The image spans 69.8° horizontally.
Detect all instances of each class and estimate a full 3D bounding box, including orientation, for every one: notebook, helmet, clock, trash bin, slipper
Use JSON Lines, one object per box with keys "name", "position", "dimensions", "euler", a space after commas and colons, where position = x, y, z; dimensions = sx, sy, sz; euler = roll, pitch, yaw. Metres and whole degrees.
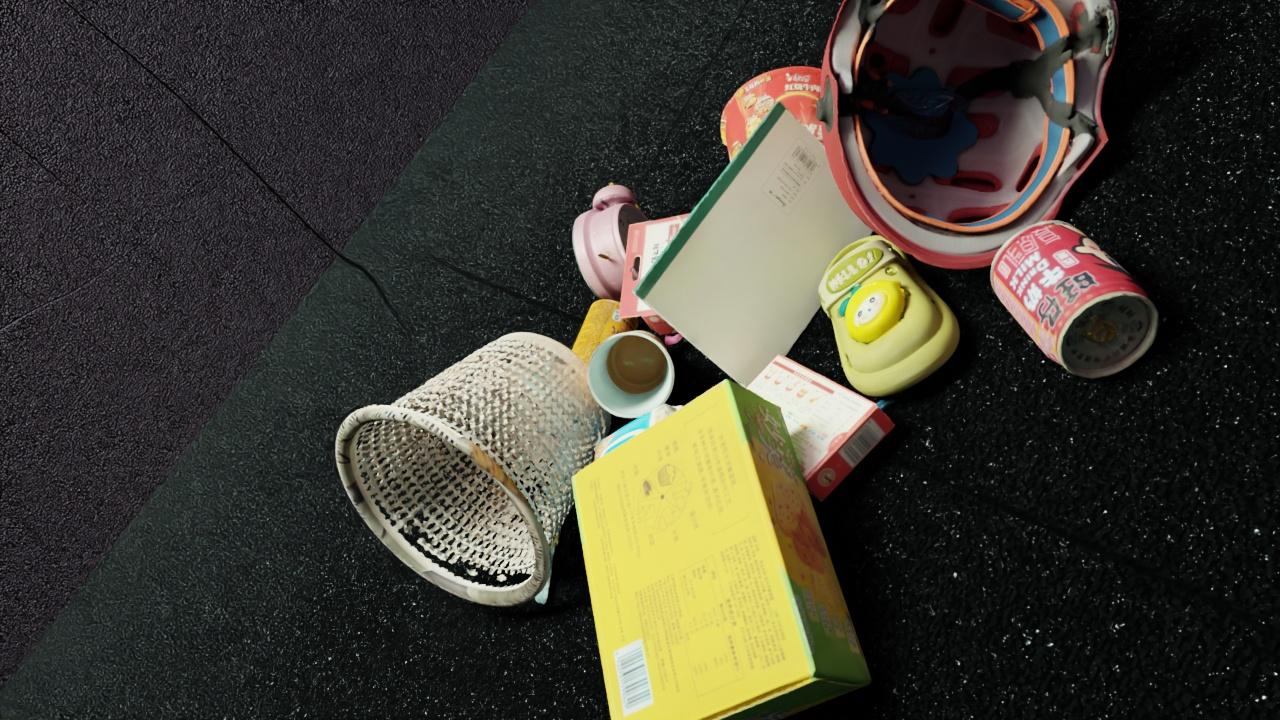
{"name": "notebook", "position": [0.108, -0.095, 0.791], "dimensions": [0.209, 0.150, 0.012], "euler": [-53, 22, -6]}
{"name": "helmet", "position": [0.229, -0.189, 0.702], "dimensions": [0.144, 0.207, 0.240], "euler": [-121, 40, -84]}
{"name": "clock", "position": [-0.020, -0.139, 1.071], "dimensions": [0.060, 0.117, 0.158], "euler": [-21, 41, 26]}
{"name": "trash bin", "position": [-0.135, 0.083, 0.863], "dimensions": [0.228, 0.227, 0.191], "euler": [-21, 20, 42]}
{"name": "slipper", "position": [0.175, -0.050, 0.717], "dimensions": [0.092, 0.081, 0.190], "euler": [-41, 27, 22]}

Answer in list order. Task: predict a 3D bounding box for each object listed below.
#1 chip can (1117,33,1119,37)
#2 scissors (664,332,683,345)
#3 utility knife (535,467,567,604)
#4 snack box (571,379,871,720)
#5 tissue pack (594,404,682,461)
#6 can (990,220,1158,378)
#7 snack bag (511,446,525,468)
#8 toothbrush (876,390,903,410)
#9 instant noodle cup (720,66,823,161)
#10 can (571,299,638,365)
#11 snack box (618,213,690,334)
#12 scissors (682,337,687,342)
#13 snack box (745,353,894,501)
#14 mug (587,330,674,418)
{"name": "chip can", "position": [0.290, -0.245, 0.793], "dimensions": [0.214, 0.072, 0.071], "euler": [-30, 34, 33]}
{"name": "scissors", "position": [0.033, -0.074, 0.965], "dimensions": [0.135, 0.017, 0.133], "euler": [-7, 59, 41]}
{"name": "utility knife", "position": [-0.085, 0.155, 0.918], "dimensions": [0.031, 0.022, 0.212], "euler": [-37, 35, 31]}
{"name": "snack box", "position": [0.044, 0.141, 0.623], "dimensions": [0.158, 0.070, 0.209], "euler": [-34, 50, 28]}
{"name": "tissue pack", "position": [0.002, 0.107, 0.792], "dimensions": [0.090, 0.063, 0.139], "euler": [-32, 33, 30]}
{"name": "can", "position": [0.271, -0.039, 0.577], "dimensions": [0.067, 0.066, 0.093], "euler": [-39, 30, 19]}
{"name": "snack bag", "position": [-0.132, 0.079, 1.059], "dimensions": [0.048, 0.026, 0.104], "euler": [-32, 32, 19]}
{"name": "toothbrush", "position": [0.126, 0.083, 0.700], "dimensions": [0.190, 0.016, 0.014], "euler": [-41, 23, 11]}
{"name": "instant noodle cup", "position": [0.148, -0.192, 0.877], "dimensions": [0.138, 0.138, 0.108], "euler": [-28, 45, 35]}
{"name": "can", "position": [-0.050, 0.005, 0.997], "dimensions": [0.058, 0.058, 0.145], "euler": [-17, 42, 45]}
{"name": "snack box", "position": [0.048, -0.089, 0.918], "dimensions": [0.127, 0.044, 0.113], "euler": [-7, 63, 27]}
{"name": "scissors", "position": [0.083, -0.104, 0.963], "dimensions": [0.179, 0.019, 0.170], "euler": [-43, 38, 10]}
{"name": "snack box", "position": [0.122, 0.047, 0.712], "dimensions": [0.077, 0.027, 0.156], "euler": [-46, 23, -2]}
{"name": "mug", "position": [-0.005, 0.005, 0.881], "dimensions": [0.078, 0.078, 0.122], "euler": [-46, 3, 8]}
